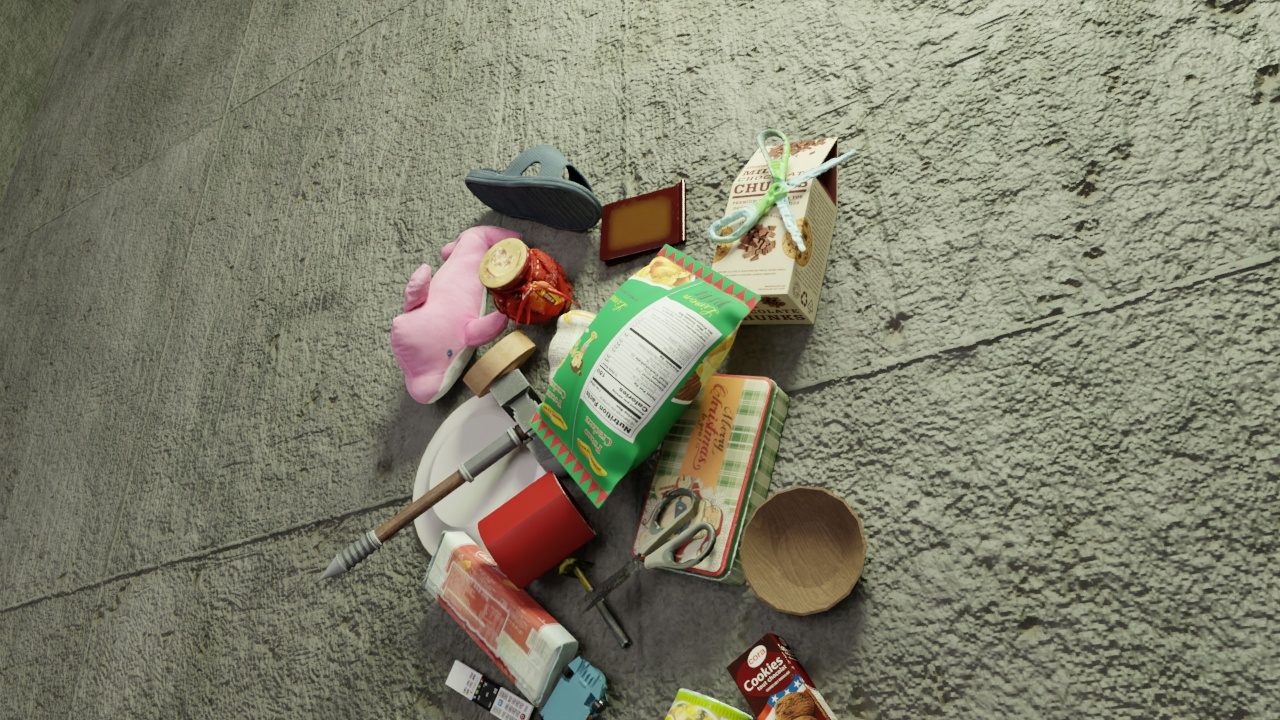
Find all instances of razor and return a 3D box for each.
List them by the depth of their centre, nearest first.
[{"bbox_3d":[-0.042,0.248,0.935,0.026,0.042,0.106,-43,59,6],"label":"razor"}]

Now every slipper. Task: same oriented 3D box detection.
[{"bbox_3d":[-0.131,-0.235,1.214,0.264,0.101,0.082,16,69,45],"label":"slipper"}]

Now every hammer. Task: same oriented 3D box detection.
[{"bbox_3d":[-0.230,0.151,1.044,0.322,0.043,0.156,-36,55,-4],"label":"hammer"}]

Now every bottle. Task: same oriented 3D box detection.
[{"bbox_3d":[-0.078,-0.002,1.070,0.063,0.063,0.108,6,71,37],"label":"bottle"},{"bbox_3d":[-0.135,-0.088,1.124,0.099,0.111,0.098,-14,58,24],"label":"bottle"}]

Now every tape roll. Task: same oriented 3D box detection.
[{"bbox_3d":[-0.170,0.004,1.111,0.094,0.094,0.027,-43,88,9],"label":"tape roll"}]

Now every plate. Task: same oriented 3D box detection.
[{"bbox_3d":[-0.194,0.135,1.105,0.230,0.021,0.229,-16,58,28],"label":"plate"}]

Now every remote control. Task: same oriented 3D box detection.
[{"bbox_3d":[-0.159,0.354,0.971,0.124,0.011,0.028,13,75,39],"label":"remote control"}]

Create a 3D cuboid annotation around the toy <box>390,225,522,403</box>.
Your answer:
[{"bbox_3d":[-0.257,-0.077,1.194,0.187,0.128,0.265,-2,60,38],"label":"toy"}]

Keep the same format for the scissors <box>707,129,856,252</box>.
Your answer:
[{"bbox_3d":[0.143,-0.173,0.945,0.172,0.021,0.171,-23,52,18],"label":"scissors"}]

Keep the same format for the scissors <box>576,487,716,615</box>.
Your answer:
[{"bbox_3d":[0.000,0.184,0.889,0.170,0.012,0.132,-16,56,34],"label":"scissors"}]

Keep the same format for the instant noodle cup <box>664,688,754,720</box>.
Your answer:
[{"bbox_3d":[0.047,0.346,0.783,0.099,0.099,0.107,6,62,37],"label":"instant noodle cup"}]

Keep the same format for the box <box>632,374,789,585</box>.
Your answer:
[{"bbox_3d":[0.069,0.114,0.915,0.118,0.050,0.205,6,69,36],"label":"box"}]

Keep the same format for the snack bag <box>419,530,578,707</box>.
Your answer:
[{"bbox_3d":[-0.156,0.271,0.987,0.225,0.041,0.077,31,103,42],"label":"snack bag"}]

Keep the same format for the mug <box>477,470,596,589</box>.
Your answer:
[{"bbox_3d":[-0.113,0.174,0.982,0.096,0.080,0.116,-35,18,-5],"label":"mug"}]

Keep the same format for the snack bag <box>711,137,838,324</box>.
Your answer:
[{"bbox_3d":[0.148,-0.146,0.981,0.095,0.070,0.206,1,67,35],"label":"snack bag"}]

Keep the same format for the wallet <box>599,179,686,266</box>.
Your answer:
[{"bbox_3d":[0.005,-0.169,1.132,0.116,0.018,0.091,-13,59,25],"label":"wallet"}]

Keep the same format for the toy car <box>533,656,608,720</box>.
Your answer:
[{"bbox_3d":[-0.066,0.347,0.901,0.060,0.027,0.108,36,99,41],"label":"toy car"}]

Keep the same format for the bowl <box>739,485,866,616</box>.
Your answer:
[{"bbox_3d":[0.150,0.174,0.834,0.118,0.030,0.117,-12,62,24],"label":"bowl"}]

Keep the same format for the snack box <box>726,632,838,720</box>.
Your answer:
[{"bbox_3d":[0.134,0.306,0.778,0.051,0.031,0.141,-43,50,9],"label":"snack box"}]

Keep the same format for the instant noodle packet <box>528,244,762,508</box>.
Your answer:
[{"bbox_3d":[-0.006,0.005,0.944,0.253,0.090,0.195,-52,35,1],"label":"instant noodle packet"}]
